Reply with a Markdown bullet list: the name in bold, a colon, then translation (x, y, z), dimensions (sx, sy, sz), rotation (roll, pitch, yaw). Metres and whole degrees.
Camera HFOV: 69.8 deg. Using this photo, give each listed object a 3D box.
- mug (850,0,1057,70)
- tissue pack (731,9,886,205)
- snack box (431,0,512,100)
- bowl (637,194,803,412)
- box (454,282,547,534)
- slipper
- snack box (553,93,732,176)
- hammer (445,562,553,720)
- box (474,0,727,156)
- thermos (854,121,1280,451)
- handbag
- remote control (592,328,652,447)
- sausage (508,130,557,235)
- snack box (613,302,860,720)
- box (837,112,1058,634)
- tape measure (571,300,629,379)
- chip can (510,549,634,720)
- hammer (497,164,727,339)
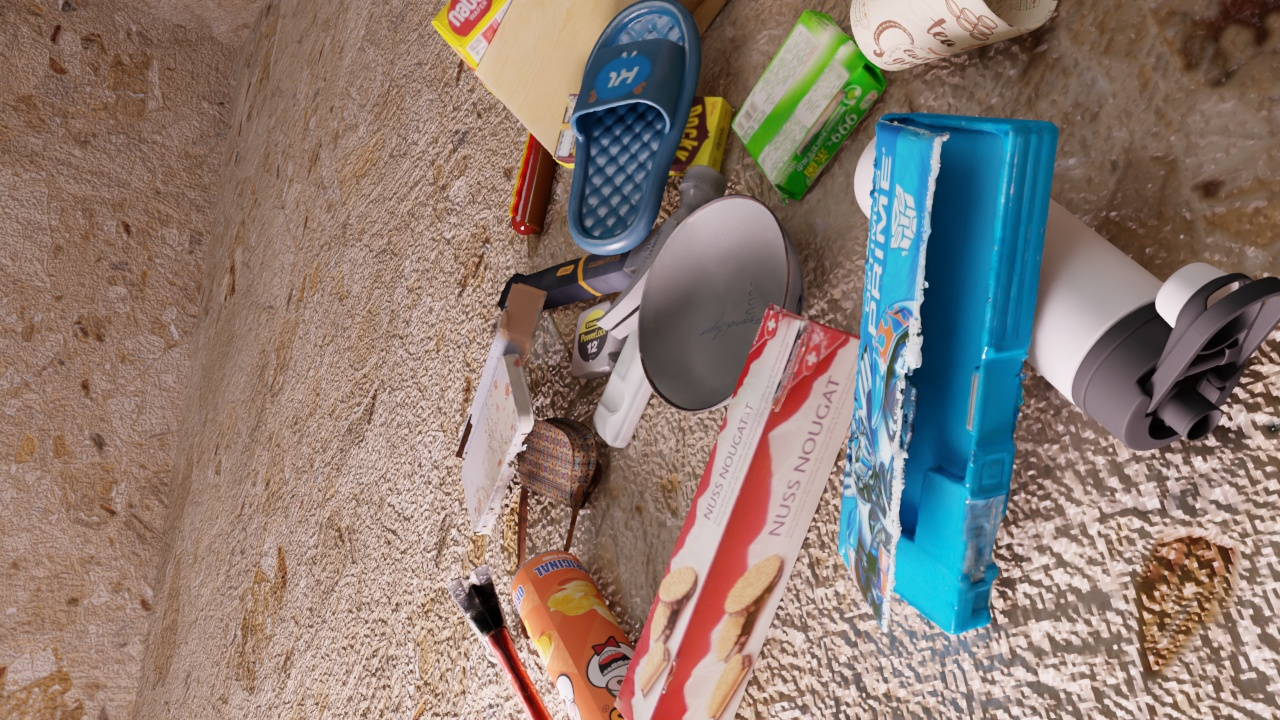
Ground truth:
- **mug**: translation (0.188, -0.232, 0.546), dimensions (0.097, 0.081, 0.121), rotation (-8, 49, 61)
- **tissue pack**: translation (0.115, -0.179, 0.646), dimensions (0.114, 0.034, 0.099), rotation (-53, 37, 29)
- **snack box**: translation (-0.134, -0.323, 0.920), dimensions (0.092, 0.042, 0.200), rotation (-47, -5, 3)
- **bowl**: translation (0.065, -0.034, 0.636), dimensions (0.151, 0.056, 0.150), rotation (-21, 63, 48)
- **box**: translation (-0.128, 0.049, 0.825), dimensions (0.217, 0.063, 0.157), rotation (120, 145, -50)
- **slipper**: translation (-0.017, -0.188, 0.721), dimensions (0.104, 0.059, 0.213), rotation (7, 81, 31)
- **snack box**: translation (0.000, -0.188, 0.764), dimensions (0.149, 0.025, 0.061), rotation (11, 85, 29)
- **hammer**: translation (-0.062, 0.284, 0.671), dimensions (0.326, 0.036, 0.141), rotation (46, 157, 44)
- **box**: translation (-0.021, -0.311, 0.824), dimensions (0.249, 0.148, 0.140), rotation (-50, 52, 33)
- **thermos**: translation (0.191, -0.058, 0.446), dimensions (0.229, 0.068, 0.101), rotation (-120, 18, -45)
- **handbag**: translation (-0.077, 0.148, 0.798), dimensions (0.094, 0.043, 0.196), rotation (12, 95, 52)
- **remote control**: translation (-0.004, 0.004, 0.750), dimensions (0.050, 0.022, 0.133), rotation (39, 109, 53)
- **sausage**: translation (-0.108, -0.206, 0.964), dimensions (0.040, 0.040, 0.155), rotation (0, 77, 54)
- **snack box**: translation (0.066, 0.105, 0.568), dimensions (0.044, 0.076, 0.273), rotation (29, 100, 52)
- **box**: translation (0.131, 0.008, 0.444), dimensions (0.091, 0.066, 0.244), rotation (-145, 51, -60)
- **tape measure**: translation (-0.035, -0.017, 0.806), dimensions (0.064, 0.016, 0.065), rotation (-16, 64, 51)
- **chip can**: translation (-0.031, 0.226, 0.665), dimensions (0.210, 0.062, 0.062), rotation (46, 115, 51)
- **hammer**: translation (-0.048, -0.079, 0.819), dimensions (0.313, 0.035, 0.139), rotation (-4, 56, 58)
